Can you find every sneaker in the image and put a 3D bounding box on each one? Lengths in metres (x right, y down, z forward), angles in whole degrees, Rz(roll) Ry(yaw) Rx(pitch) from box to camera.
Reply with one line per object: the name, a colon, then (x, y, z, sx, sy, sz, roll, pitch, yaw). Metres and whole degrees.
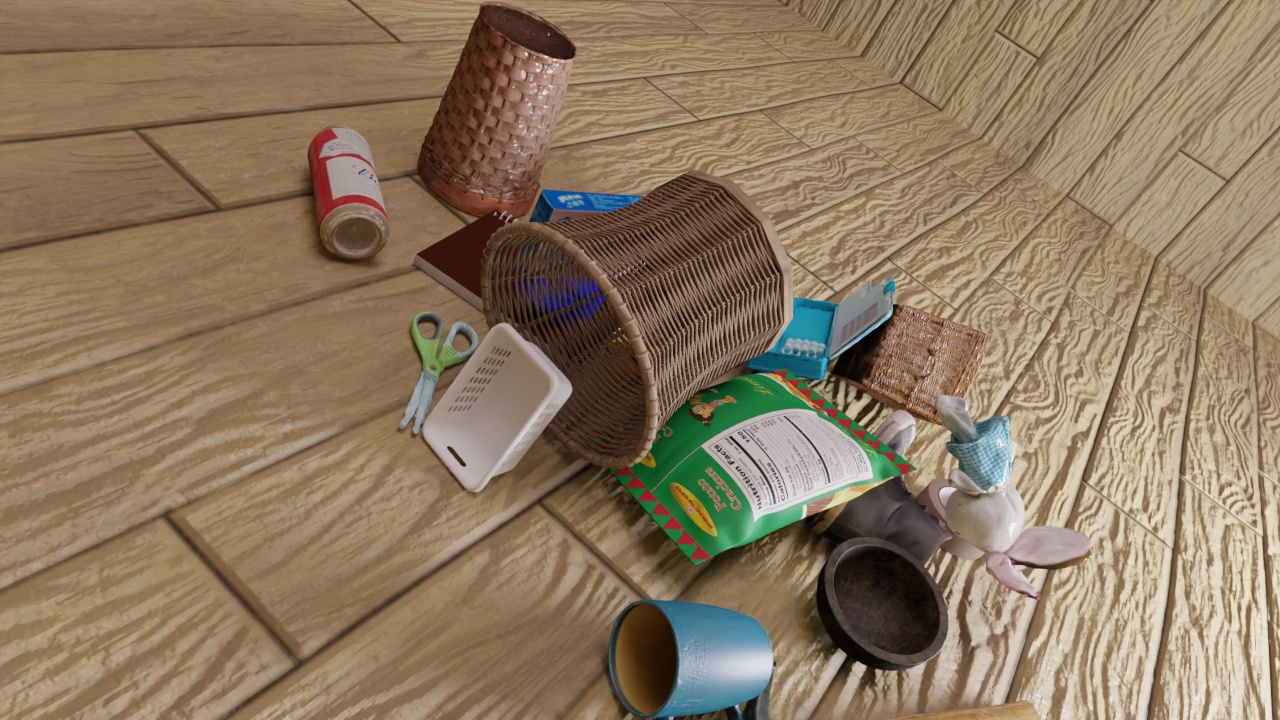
sneaker: (0.268, 0.140, 0.964, 0.120, 0.095, 0.234, 40, 31, 9)

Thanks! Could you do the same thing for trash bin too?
trash bin: (-0.162, -0.295, 1.092, 0.151, 0.211, 0.151, 21, 35, -16)

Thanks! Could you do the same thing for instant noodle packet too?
instant noodle packet: (0.099, 0.087, 0.868, 0.252, 0.090, 0.195, -17, 37, -27)

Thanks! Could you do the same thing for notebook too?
notebook: (-0.118, -0.085, 1.023, 0.209, 0.022, 0.171, 34, 35, 6)

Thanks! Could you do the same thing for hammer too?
hammer: (0.220, 0.309, 0.759, 0.330, 0.033, 0.132, 8, 38, -32)

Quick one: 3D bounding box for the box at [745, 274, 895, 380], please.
box: (0.228, -0.044, 1.118, 0.226, 0.181, 0.074, -52, 126, -65)

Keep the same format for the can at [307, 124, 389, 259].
can: (-0.306, -0.178, 0.956, 0.067, 0.067, 0.170, 7, 40, -32)

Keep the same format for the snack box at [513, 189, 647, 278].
snack box: (-0.044, -0.126, 0.928, 0.153, 0.088, 0.033, -5, 47, -37)

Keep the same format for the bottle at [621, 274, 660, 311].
bottle: (0.024, -0.120, 1.096, 0.099, 0.111, 0.098, 20, 35, -15)

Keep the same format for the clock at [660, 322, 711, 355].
clock: (0.078, -0.041, 1.096, 0.124, 0.044, 0.087, 1, 43, -35)

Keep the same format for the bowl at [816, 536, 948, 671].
bowl: (0.209, 0.227, 0.829, 0.121, 0.056, 0.121, 12, 48, -14)

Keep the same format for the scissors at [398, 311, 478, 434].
scissors: (-0.197, 0.010, 0.846, 0.072, 0.033, 0.175, 26, 30, -13)

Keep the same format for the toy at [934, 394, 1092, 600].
toy: (0.333, 0.131, 0.908, 0.130, 0.106, 0.205, -24, 85, -36)

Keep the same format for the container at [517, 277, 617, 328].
container: (-0.077, -0.090, 0.989, 0.096, 0.058, 0.114, 30, 36, 0)

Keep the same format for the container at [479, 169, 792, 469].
container: (0.003, -0.048, 0.822, 0.195, 0.227, 0.227, -30, 65, -32)

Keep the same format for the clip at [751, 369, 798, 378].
clip: (0.163, 0.037, 1.077, 0.113, 0.028, 0.126, 31, 33, -3)

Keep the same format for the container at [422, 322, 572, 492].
container: (-0.116, 0.040, 0.775, 0.081, 0.129, 0.049, 45, 19, 21)

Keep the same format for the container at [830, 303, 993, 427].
container: (0.318, -0.001, 1.103, 0.113, 0.114, 0.198, 25, 2, -1)

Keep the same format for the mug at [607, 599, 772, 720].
mug: (0.042, 0.236, 0.682, 0.104, 0.085, 0.112, 12, 66, -35)

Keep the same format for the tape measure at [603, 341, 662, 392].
tape measure: (-0.006, 0.006, 0.982, 0.068, 0.030, 0.058, 9, 37, -28)

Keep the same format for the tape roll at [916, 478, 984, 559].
tape roll: (0.357, 0.178, 1.036, 0.093, 0.030, 0.093, 20, 34, -15)
